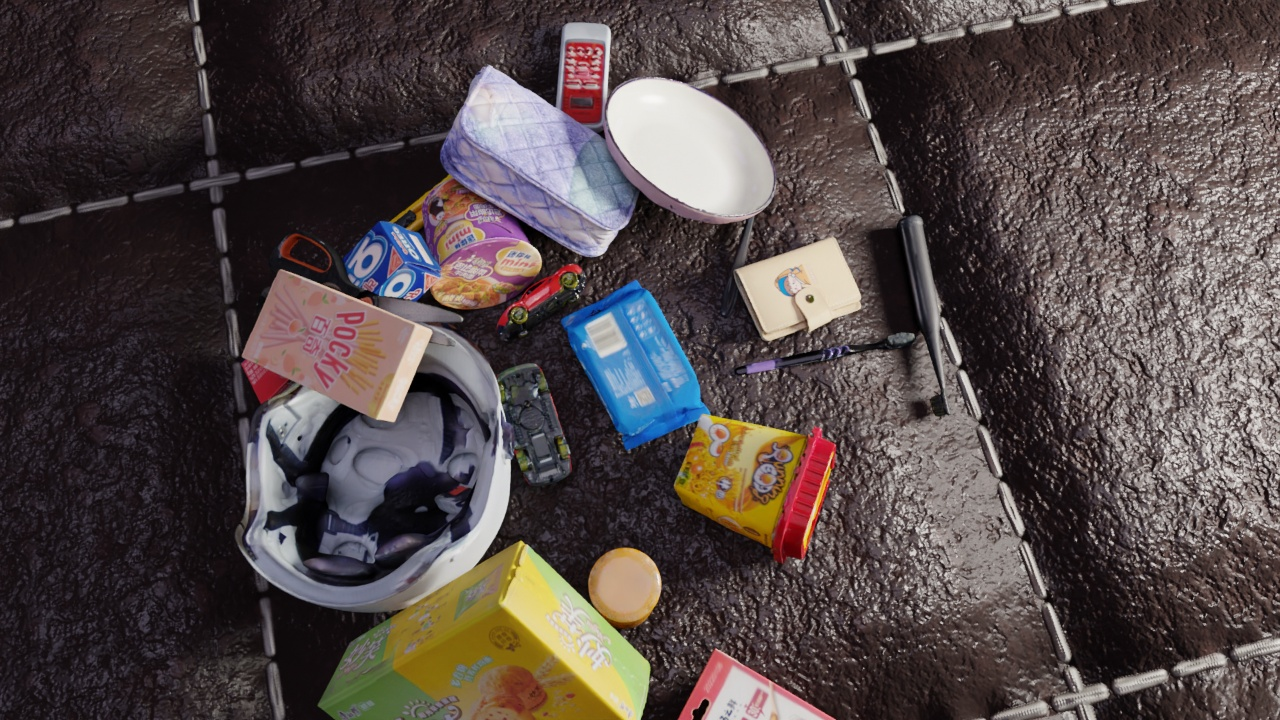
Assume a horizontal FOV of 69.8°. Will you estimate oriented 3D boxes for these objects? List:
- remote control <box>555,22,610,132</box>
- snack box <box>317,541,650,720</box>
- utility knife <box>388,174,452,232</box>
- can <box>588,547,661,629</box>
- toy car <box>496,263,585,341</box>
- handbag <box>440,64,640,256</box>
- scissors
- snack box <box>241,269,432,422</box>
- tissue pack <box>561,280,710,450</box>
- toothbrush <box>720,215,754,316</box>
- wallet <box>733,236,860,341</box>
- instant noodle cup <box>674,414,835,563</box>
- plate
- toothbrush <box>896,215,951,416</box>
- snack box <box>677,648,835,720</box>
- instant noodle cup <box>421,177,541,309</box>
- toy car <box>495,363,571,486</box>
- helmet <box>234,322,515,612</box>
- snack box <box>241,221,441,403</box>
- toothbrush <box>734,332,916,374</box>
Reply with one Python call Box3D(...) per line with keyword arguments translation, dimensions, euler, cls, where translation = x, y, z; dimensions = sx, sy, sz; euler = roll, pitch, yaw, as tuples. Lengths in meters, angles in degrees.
Box3D(translation=(-0.063, -0.314, 1.016), dimensions=(0.056, 0.020, 0.135), euler=(3, 72, 1), cls="remote control")
Box3D(translation=(-0.122, 0.256, 0.722), dimensions=(0.210, 0.069, 0.157), euler=(-33, 110, 23), cls="snack box")
Box3D(translation=(-0.253, -0.134, 0.957), dimensions=(0.206, 0.015, 0.033), euler=(-42, 75, -13), cls="utility knife")
Box3D(translation=(-0.014, 0.198, 0.786), dimensions=(0.058, 0.146, 0.058), euler=(0, 72, -2), cls="can")
Box3D(translation=(-0.101, -0.058, 0.918), dimensions=(0.106, 0.049, 0.031), euler=(-38, 76, -12), cls="toy car")
Box3D(translation=(-0.096, -0.195, 0.903), dimensions=(0.194, 0.076, 0.133), euler=(31, 47, -18), cls="handbag")
Box3D(translation=(-0.248, -0.064, 0.803), dimensions=(0.234, 0.021, 0.162), euler=(-12, 78, 23), cls="scissors")
Box3D(translation=(-0.258, -0.014, 0.774), dimensions=(0.157, 0.026, 0.084), euler=(21, 87, 23), cls="snack box")
Box3D(translation=(-0.005, 0.005, 0.898), dimensions=(0.095, 0.052, 0.157), euler=(-26, 74, -7), cls="tissue pack")
Box3D(translation=(0.109, -0.129, 0.963), dimensions=(0.015, 0.018, 0.180), euler=(20, 74, -17), cls="toothbrush")
Box3D(translation=(0.163, -0.071, 0.938), dimensions=(0.115, 0.024, 0.087), euler=(-19, 79, -13), cls="wallet")
Box3D(translation=(0.104, 0.111, 0.841), dimensions=(0.124, 0.116, 0.116), euler=(18, 73, 16), cls="instant noodle cup")
Box3D(translation=(0.046, -0.207, 0.929), dimensions=(0.192, 0.039, 0.192), euler=(15, 50, -19), cls="plate")
Box3D(translation=(0.291, -0.046, 0.935), dimensions=(0.027, 0.026, 0.212), euler=(-15, 71, 30), cls="toothbrush")
Box3D(translation=(0.091, 0.333, 0.798), dimensions=(0.127, 0.044, 0.113), euler=(30, 75, 7), cls="snack box")
Box3D(translation=(-0.166, -0.122, 0.911), dimensions=(0.111, 0.112, 0.099), euler=(-19, 66, -7), cls="instant noodle cup")
Box3D(translation=(-0.103, 0.062, 0.881), dimensions=(0.053, 0.045, 0.120), euler=(-16, 78, -9), cls="toy car")
Box3D(translation=(-0.213, 0.104, 0.811), dimensions=(0.229, 0.146, 0.258), euler=(-3, 57, 6), cls="helmet")
Box3D(translation=(-0.281, -0.039, 0.859), dimensions=(0.208, 0.057, 0.058), euler=(-41, 66, 14), cls="snack box")
Box3D(translation=(0.187, -0.007, 0.925), dimensions=(0.189, 0.017, 0.014), euler=(-11, 73, -3), cls="toothbrush")
